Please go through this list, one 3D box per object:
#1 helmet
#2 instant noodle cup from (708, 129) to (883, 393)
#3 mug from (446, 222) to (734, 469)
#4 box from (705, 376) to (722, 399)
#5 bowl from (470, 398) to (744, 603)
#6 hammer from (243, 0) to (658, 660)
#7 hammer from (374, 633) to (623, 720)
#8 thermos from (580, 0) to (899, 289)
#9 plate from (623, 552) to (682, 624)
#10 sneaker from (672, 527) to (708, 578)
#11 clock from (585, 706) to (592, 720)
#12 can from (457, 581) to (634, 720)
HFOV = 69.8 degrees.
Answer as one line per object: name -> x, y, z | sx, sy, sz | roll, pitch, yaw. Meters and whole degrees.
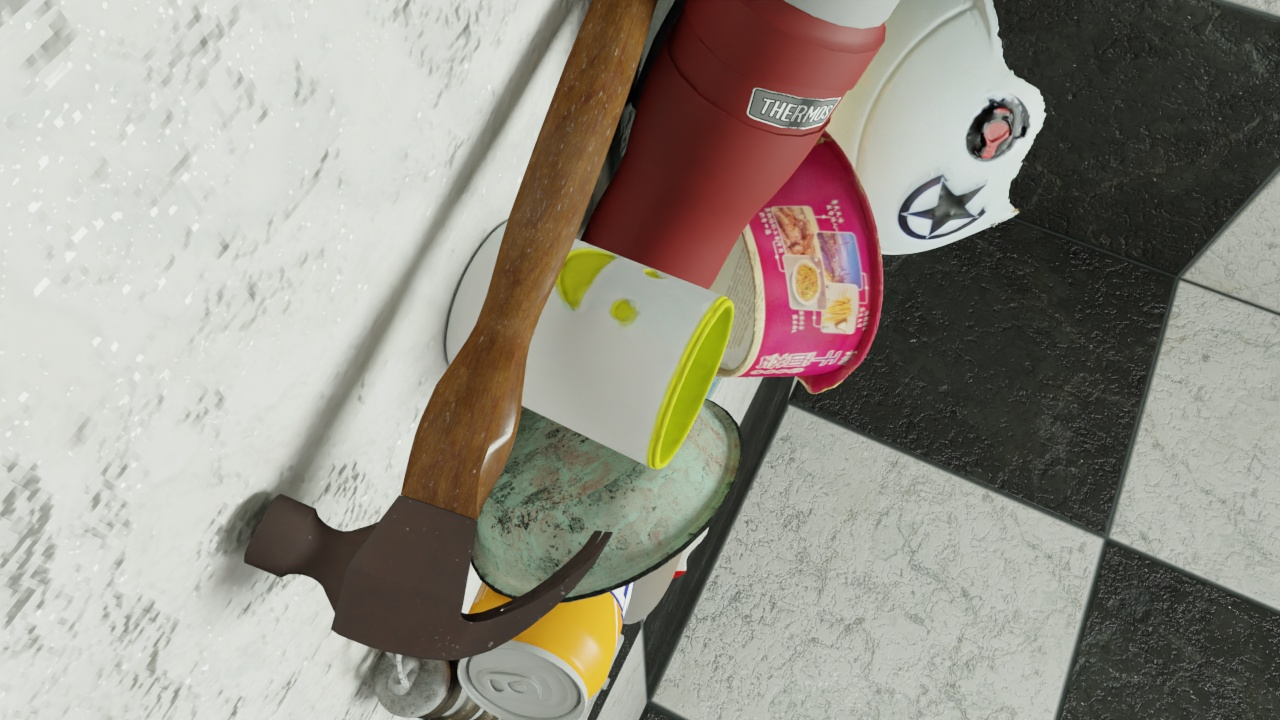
helmet -> 0.190, -0.206, 0.756 | 0.163, 0.236, 0.264 | -24, 140, -5
instant noodle cup -> 0.069, -0.063, 0.592 | 0.077, 0.178, 0.179 | -14, 141, -21
mug -> -0.022, -0.009, 0.417 | 0.082, 0.106, 0.083 | -60, 166, -27
box -> 0.084, 0.001, 1.063 | 0.125, 0.021, 0.208 | -70, 167, 9
bowl -> -0.027, 0.053, 0.480 | 0.157, 0.158, 0.038 | -55, 130, -42
hammer -> -0.037, -0.048, 0.354 | 0.033, 0.115, 0.322 | 147, -38, -74
hammer -> -0.102, 0.214, 0.578 | 0.176, 0.079, 0.327 | -62, 161, -19
thermos -> 0.034, -0.121, 0.443 | 0.083, 0.108, 0.199 | -6, 147, -31
plate -> -0.008, 0.100, 0.691 | 0.189, 0.016, 0.188 | -168, -90, -69
sneaker -> -0.001, 0.132, 0.827 | 0.237, 0.090, 0.104 | 108, -19, -60
clock -> -0.079, 0.365, 0.924 | 0.130, 0.086, 0.161 | -52, 154, -49
can -> -0.044, 0.121, 0.508 | 0.142, 0.079, 0.079 | -70, 174, -52
